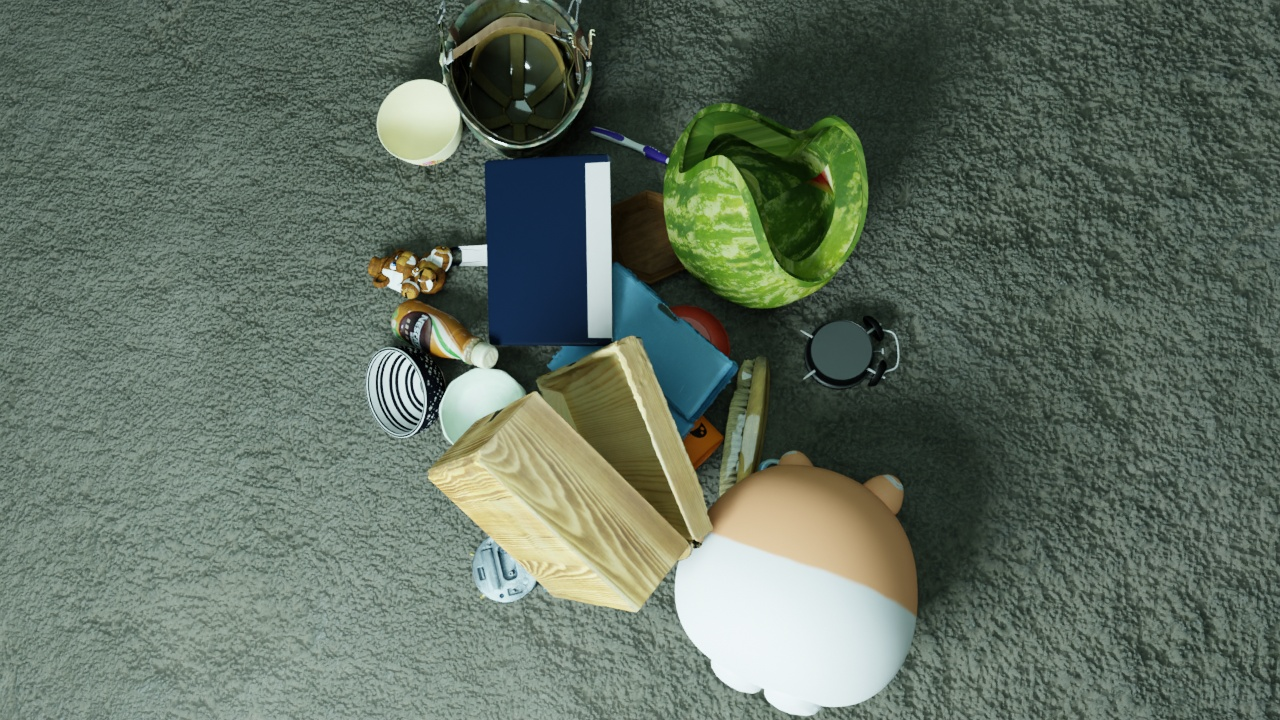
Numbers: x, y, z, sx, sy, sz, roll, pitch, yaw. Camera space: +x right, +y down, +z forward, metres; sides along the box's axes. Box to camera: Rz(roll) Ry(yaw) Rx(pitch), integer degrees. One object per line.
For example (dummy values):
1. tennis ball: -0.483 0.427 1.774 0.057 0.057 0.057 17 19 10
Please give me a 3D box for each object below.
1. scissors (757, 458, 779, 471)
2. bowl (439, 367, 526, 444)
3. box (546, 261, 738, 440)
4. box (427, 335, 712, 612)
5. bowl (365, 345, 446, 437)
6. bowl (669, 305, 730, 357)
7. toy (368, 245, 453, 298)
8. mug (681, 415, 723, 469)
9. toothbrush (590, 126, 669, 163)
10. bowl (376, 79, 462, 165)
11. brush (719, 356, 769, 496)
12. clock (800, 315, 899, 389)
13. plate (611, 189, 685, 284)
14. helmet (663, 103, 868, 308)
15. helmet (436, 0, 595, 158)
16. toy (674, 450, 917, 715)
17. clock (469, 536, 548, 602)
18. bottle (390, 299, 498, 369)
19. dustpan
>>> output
1. scissors: 0.191 0.194 1.160 0.137 0.012 0.127 37 86 11
2. bowl: -0.200 0.070 1.206 0.117 0.061 0.117 0 83 1
3. box: -0.007 0.007 1.141 0.231 0.033 0.175 42 102 33
4. box: -0.058 0.135 1.049 0.258 0.280 0.220 48 65 -9
5. bowl: -0.301 0.038 1.221 0.120 0.066 0.120 7 103 35
6. bowl: 0.056 -0.017 1.202 0.122 0.035 0.122 -1 80 8
7. toy: -0.317 -0.122 1.257 0.113 0.067 0.087 14 49 11
8. mug: 0.033 0.102 1.162 0.112 0.077 0.096 -43 77 -4
9. toothbrush: 0.014 -0.287 1.265 0.187 0.015 0.016 26 80 12
10. bowl: -0.298 -0.321 1.284 0.118 0.074 0.118 -1 80 8
11. brush: 0.133 0.088 1.161 0.043 0.059 0.195 7 79 17
12. clock: 0.267 -0.011 1.167 0.121 0.042 0.091 -2 80 8
13. plate: 0.012 -0.164 1.238 0.131 0.025 0.131 -1 80 8
14. helmet: 0.140 -0.183 1.117 0.212 0.247 0.243 -25 120 -20
15. helmet: -0.160 -0.381 1.190 0.192 0.236 0.224 -2 90 -7
16. toy: 0.182 0.244 1.032 0.263 0.265 0.280 12 71 37
17. clock: -0.154 0.259 1.175 0.129 0.052 0.090 -16 78 6
18. bottle: -0.256 -0.030 1.212 0.167 0.059 0.059 23 84 31
19. dustpan: -0.153 -0.140 1.205 0.273 0.080 0.236 1 95 19
